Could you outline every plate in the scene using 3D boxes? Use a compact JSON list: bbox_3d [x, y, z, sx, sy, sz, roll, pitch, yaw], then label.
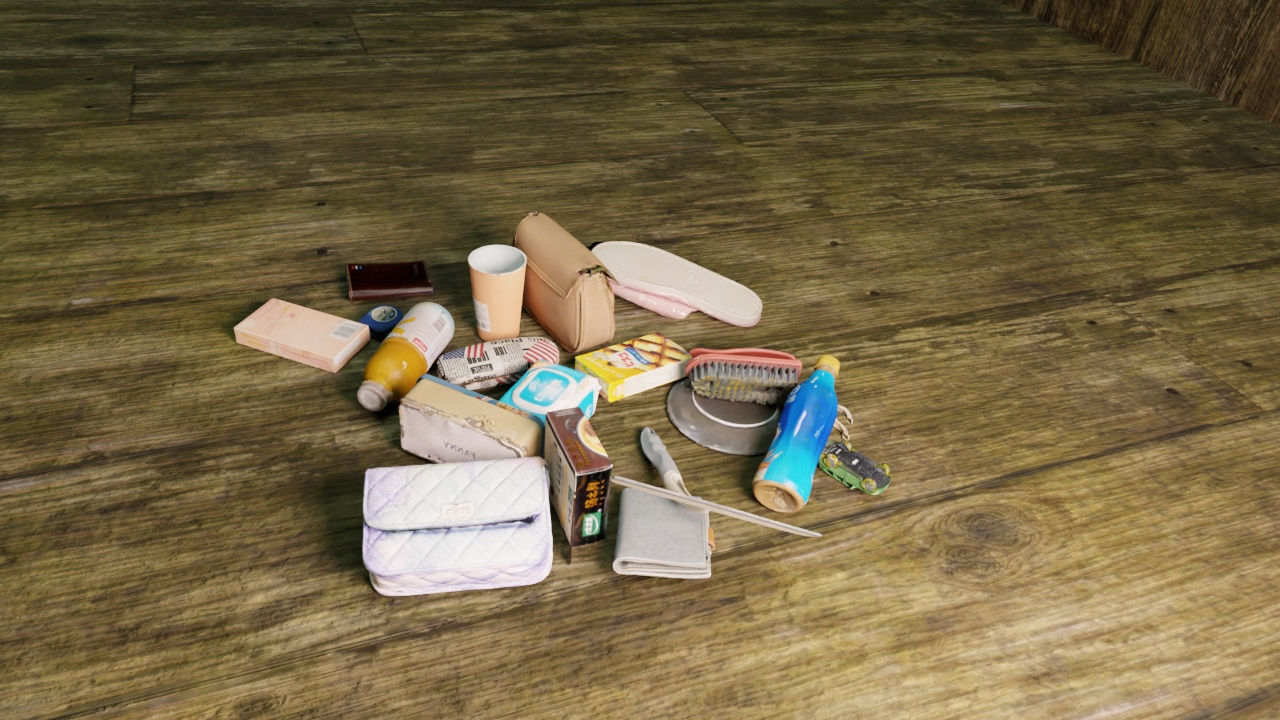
[{"bbox_3d":[0.123,0.057,1.197,0.179,0.024,0.179,3,37,-3],"label":"plate"}]

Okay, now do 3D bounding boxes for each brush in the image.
[{"bbox_3d":[0.131,0.015,1.184,0.146,0.063,0.069,5,47,1],"label":"brush"}]

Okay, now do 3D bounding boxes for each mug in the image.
[{"bbox_3d":[-0.197,-0.088,1.267,0.078,0.123,0.078,4,36,-3],"label":"mug"}]

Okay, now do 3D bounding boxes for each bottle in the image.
[{"bbox_3d":[-0.305,-0.005,1.186,0.068,0.068,0.189,12,37,9],"label":"bottle"},{"bbox_3d":[0.197,0.080,1.100,0.065,0.065,0.218,18,53,16],"label":"bottle"}]

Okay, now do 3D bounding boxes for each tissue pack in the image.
[{"bbox_3d":[-0.117,0.056,1.133,0.090,0.063,0.139,19,39,17],"label":"tissue pack"}]

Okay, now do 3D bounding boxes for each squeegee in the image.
[{"bbox_3d":[0.040,0.132,1.038,0.246,0.039,0.246,19,9,-22],"label":"squeegee"}]

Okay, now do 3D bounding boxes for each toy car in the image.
[{"bbox_3d":[0.256,0.131,1.104,0.091,0.036,0.043,30,41,30],"label":"toy car"}]

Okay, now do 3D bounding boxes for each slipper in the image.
[{"bbox_3d":[0.050,-0.107,1.382,0.274,0.055,0.113,19,40,0],"label":"slipper"}]

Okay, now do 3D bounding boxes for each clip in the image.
[{"bbox_3d":[0.247,0.069,1.192,0.092,0.035,0.102,8,28,10],"label":"clip"}]

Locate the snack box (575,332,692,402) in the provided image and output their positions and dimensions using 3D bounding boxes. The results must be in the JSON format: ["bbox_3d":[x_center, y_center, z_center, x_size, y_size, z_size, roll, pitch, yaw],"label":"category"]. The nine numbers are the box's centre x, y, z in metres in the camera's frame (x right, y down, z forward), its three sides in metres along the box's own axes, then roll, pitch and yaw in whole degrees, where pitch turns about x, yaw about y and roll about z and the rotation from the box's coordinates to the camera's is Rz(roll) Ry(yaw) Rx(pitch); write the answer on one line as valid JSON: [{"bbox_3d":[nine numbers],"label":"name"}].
[{"bbox_3d":[-0.007,0.007,1.229,0.140,0.034,0.087,-19,34,-29],"label":"snack box"}]

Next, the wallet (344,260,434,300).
[{"bbox_3d":[-0.378,-0.122,1.379,0.122,0.020,0.096,-5,37,-18],"label":"wallet"}]

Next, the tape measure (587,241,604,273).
[{"bbox_3d":[-0.058,-0.155,1.431,0.057,0.058,0.039,7,31,-38],"label":"tape measure"}]

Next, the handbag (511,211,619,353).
[{"bbox_3d":[-0.106,-0.110,1.288,0.099,0.148,0.204,-22,49,-30],"label":"handbag"}]

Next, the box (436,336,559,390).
[{"bbox_3d":[-0.187,0.006,1.217,0.164,0.057,0.071,-9,22,-21],"label":"box"}]

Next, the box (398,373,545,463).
[{"bbox_3d":[-0.202,0.084,1.062,0.184,0.090,0.059,23,41,14],"label":"box"}]

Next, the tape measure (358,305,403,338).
[{"bbox_3d":[-0.359,-0.053,1.281,0.054,0.025,0.058,19,42,14],"label":"tape measure"}]

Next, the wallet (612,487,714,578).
[{"bbox_3d":[0.027,0.190,0.992,0.106,0.037,0.129,6,25,0],"label":"wallet"}]

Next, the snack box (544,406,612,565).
[{"bbox_3d":[-0.070,0.134,0.992,0.053,0.113,0.125,-11,40,-21],"label":"snack box"}]

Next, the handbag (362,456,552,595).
[{"bbox_3d":[-0.186,0.166,0.950,0.193,0.076,0.134,-3,51,-10],"label":"handbag"}]

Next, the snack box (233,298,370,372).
[{"bbox_3d":[-0.457,-0.036,1.242,0.157,0.026,0.084,15,38,13],"label":"snack box"}]
